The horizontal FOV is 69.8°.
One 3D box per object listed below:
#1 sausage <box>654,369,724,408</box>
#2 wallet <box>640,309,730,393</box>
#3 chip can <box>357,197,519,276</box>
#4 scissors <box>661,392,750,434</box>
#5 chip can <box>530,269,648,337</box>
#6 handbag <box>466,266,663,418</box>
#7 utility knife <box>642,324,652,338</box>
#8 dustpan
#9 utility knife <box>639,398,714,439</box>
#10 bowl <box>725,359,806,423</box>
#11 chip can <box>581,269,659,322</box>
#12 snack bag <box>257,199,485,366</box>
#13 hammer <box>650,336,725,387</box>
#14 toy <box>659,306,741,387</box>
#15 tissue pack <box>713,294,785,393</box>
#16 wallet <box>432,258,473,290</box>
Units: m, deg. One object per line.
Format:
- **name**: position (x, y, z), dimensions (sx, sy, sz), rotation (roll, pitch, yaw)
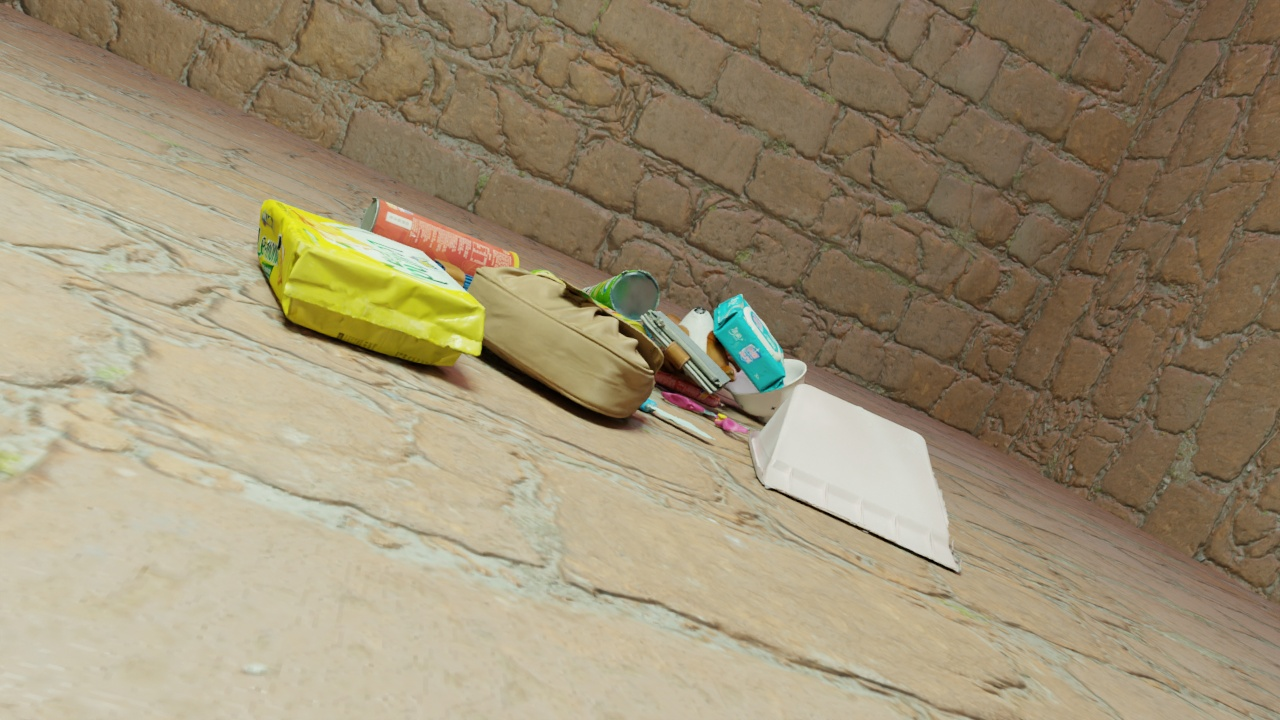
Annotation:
- **sausage**: position (0.040, 0.028, 1.181), dimensions (0.156, 0.020, 0.020), rotation (23, 6, 23)
- **wallet**: position (0.053, -0.009, 1.155), dimensions (0.129, 0.037, 0.106), rotation (46, 9, 7)
- **chip can**: position (-0.274, -0.150, 1.252), dimensions (0.216, 0.073, 0.073), rotation (20, 9, -34)
- **scissors**: position (0.084, 0.066, 1.126), dimensions (0.134, 0.017, 0.133), rotation (22, 3, -21)
- **chip can**: position (-0.083, -0.054, 1.195), dimensions (0.072, 0.072, 0.221), rotation (17, 10, -46)
- **handbag**: position (-0.074, -0.023, 0.891), dimensions (0.204, 0.100, 0.147), rotation (32, 6, 21)
- **utility knife**: position (-0.004, -0.029, 1.240), dimensions (0.029, 0.013, 0.175), rotation (14, 28, 16)
- **dustpan**: position (0.221, 0.146, 1.032), dimensions (0.222, 0.139, 0.272), rotation (26, 35, 0)
- **utility knife**: position (-0.015, 0.036, 0.998), dimensions (0.218, 0.018, 0.034), rotation (28, 7, 14)
- **bowl**: position (0.185, 0.050, 1.311), dimensions (0.118, 0.065, 0.118), rotation (-15, 18, 5)
- **chip can**: position (-0.040, -0.080, 1.299), dimensions (0.072, 0.072, 0.236), rotation (23, -8, -15)
- **snack bag**: position (-0.241, -0.068, 0.782), dimensions (0.158, 0.068, 0.246), rotation (20, 9, -32)
- **hammer**: position (0.087, 0.006, 1.495), dimensions (0.300, 0.033, 0.128), rotation (24, 6, -5)
- **toy**: position (0.079, -0.016, 1.301), dimensions (0.140, 0.130, 0.199), rotation (8, 15, 7)
- **tissue pack**: position (0.152, -0.022, 1.253), dimensions (0.133, 0.050, 0.093), rotation (51, 19, -15)
- **wallet**: position (-0.257, -0.108, 1.153), dimensions (0.133, 0.040, 0.106), rotation (18, 5, -38)
